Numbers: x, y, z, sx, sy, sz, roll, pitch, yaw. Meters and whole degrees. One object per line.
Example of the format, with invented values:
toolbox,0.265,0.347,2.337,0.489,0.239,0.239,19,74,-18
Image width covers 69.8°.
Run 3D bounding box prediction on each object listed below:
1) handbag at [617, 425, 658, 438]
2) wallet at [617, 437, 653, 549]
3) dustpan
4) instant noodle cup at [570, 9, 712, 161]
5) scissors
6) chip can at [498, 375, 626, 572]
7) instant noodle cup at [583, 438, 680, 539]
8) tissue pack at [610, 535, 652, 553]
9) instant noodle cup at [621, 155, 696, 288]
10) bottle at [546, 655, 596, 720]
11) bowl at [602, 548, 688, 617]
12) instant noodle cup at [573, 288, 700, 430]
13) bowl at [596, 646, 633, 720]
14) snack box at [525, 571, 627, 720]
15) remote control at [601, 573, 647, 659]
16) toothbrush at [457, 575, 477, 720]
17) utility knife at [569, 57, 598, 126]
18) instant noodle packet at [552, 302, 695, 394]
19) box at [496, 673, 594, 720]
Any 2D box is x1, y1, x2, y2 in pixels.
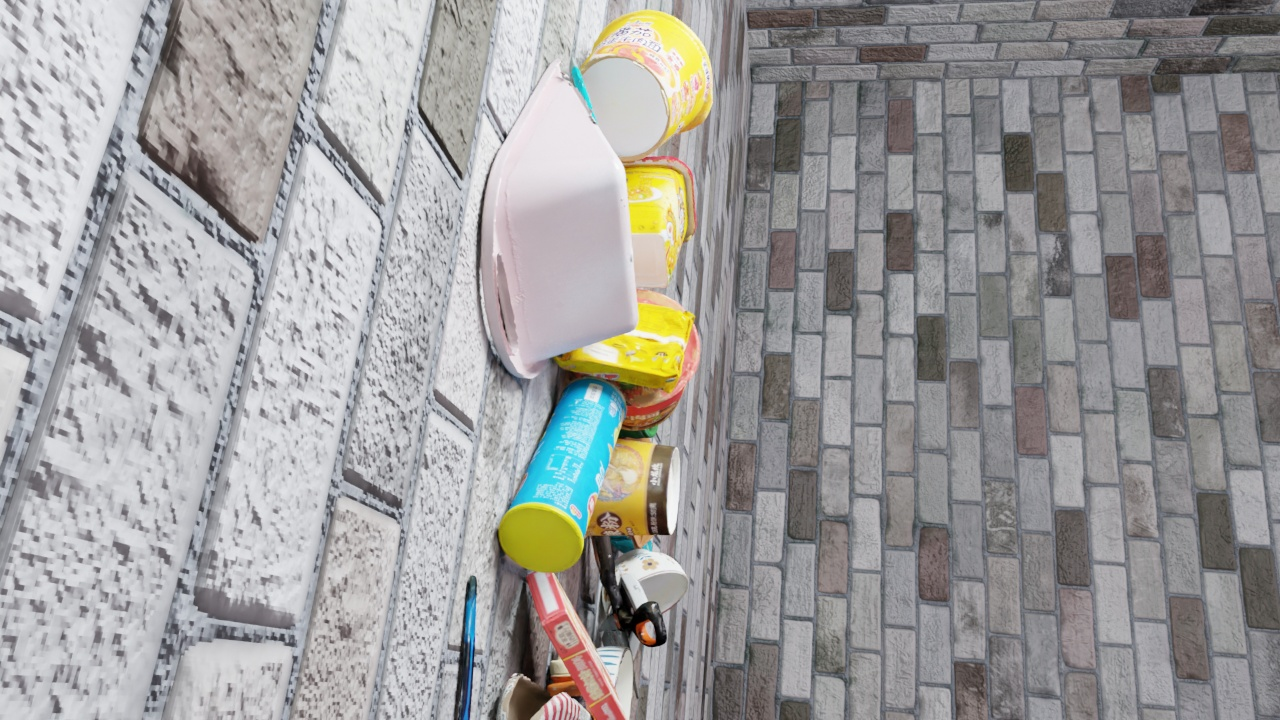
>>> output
handbag,-0.019,0.025,1.117,0.120,0.068,0.131,51,43,-64
wallet,-0.004,0.156,1.157,0.107,0.031,0.132,-37,109,-54
dustpan,-0.093,-0.119,0.815,0.273,0.138,0.223,-122,-160,-54
instant noodle cup,-0.005,-0.275,0.940,0.109,0.138,0.138,-62,153,-51
scissors,-0.024,0.282,1.048,0.234,0.021,0.221,-37,-111,66
chip can,-0.065,0.096,0.836,0.209,0.071,0.071,-71,160,-59
instant noodle cup,-0.020,0.134,0.972,0.118,0.114,0.118,4,89,-80
tissue pack,-0.007,0.194,1.234,0.093,0.050,0.133,65,28,-65
instant noodle cup,-0.002,-0.147,1.000,0.116,0.116,0.123,82,14,-45
bottle,-0.069,0.353,0.908,0.067,0.067,0.149,63,23,-69
bowl,-0.002,0.283,1.177,0.114,0.113,0.062,80,-16,-50
instant noodle cup,-0.006,0.006,0.997,0.109,0.138,0.137,89,7,-65
bowl,-0.050,0.366,0.988,0.116,0.066,0.116,4,89,-79
snack box,-0.057,0.265,0.838,0.153,0.025,0.075,67,-8,-27
remote control,-0.020,0.322,1.112,0.058,0.021,0.150,58,-33,39
toothbrush,-0.131,0.255,0.676,0.014,0.016,0.189,27,62,-69
utility knife,-0.044,-0.211,0.844,0.029,0.013,0.166,93,-19,-64
instant noodle packet,-0.017,-0.019,0.915,0.110,0.128,0.044,-74,174,-46
box,-0.075,0.324,0.799,0.164,0.082,0.075,80,21,-60
